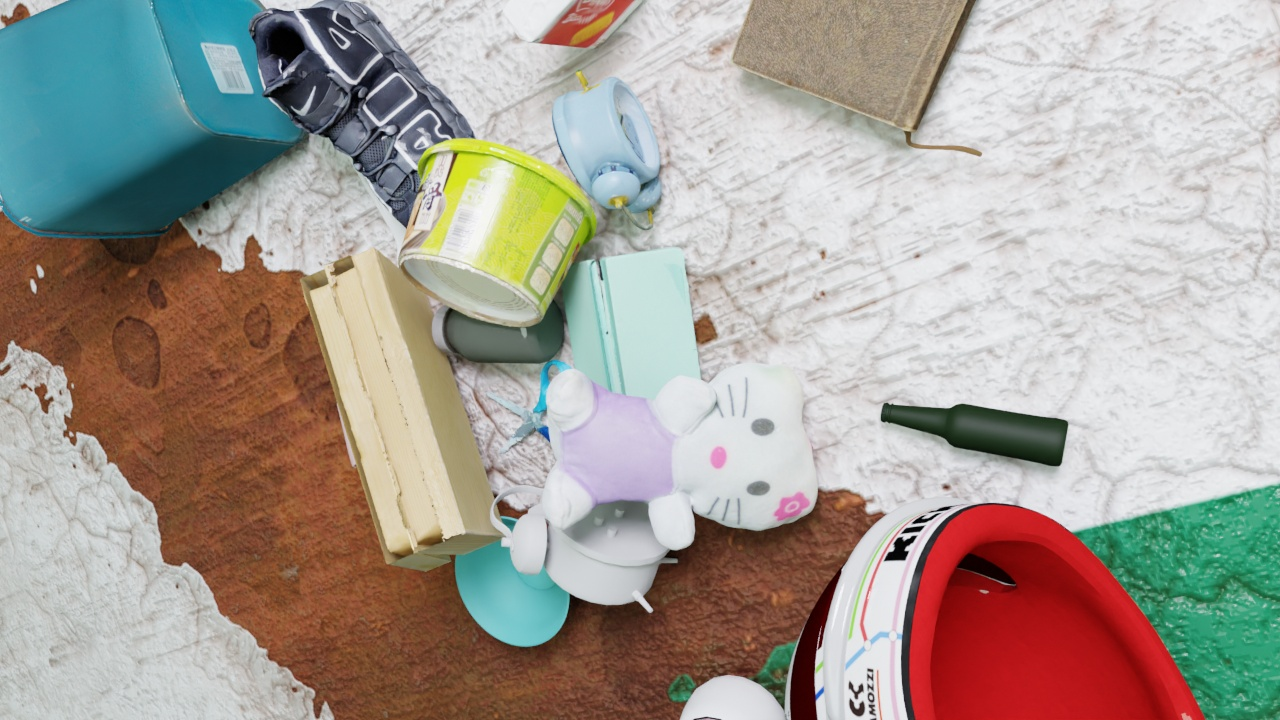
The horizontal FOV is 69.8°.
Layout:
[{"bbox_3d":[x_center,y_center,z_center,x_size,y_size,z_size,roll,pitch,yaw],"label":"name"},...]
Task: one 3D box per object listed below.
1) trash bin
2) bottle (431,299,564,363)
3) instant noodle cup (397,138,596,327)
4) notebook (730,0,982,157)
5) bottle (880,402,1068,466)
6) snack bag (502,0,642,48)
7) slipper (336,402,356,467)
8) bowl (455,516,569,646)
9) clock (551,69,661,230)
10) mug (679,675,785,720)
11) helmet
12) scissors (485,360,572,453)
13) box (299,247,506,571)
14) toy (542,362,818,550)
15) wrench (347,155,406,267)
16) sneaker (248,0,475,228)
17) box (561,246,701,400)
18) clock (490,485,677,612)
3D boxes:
[{"bbox_3d":[-0.460,-0.240,0.858,0.219,0.198,0.196,-16,93,22],"label":"trash bin"},{"bbox_3d":[-0.124,-0.027,0.795,0.109,0.060,0.060,1,100,26],"label":"bottle"},{"bbox_3d":[-0.115,-0.092,0.711,0.146,0.146,0.097,11,72,25],"label":"instant noodle cup"},{"bbox_3d":[0.177,-0.265,0.603,0.190,0.034,0.216,31,112,23],"label":"notebook"},{"bbox_3d":[0.232,0.047,0.646,0.123,0.033,0.033,10,104,25],"label":"bottle"},{"bbox_3d":[-0.043,-0.268,0.677,0.077,0.115,0.036,-38,88,28],"label":"snack bag"},{"bbox_3d":[-0.229,0.080,0.873,0.107,0.055,0.221,-27,88,26],"label":"slipper"},{"bbox_3d":[-0.106,0.194,0.837,0.121,0.046,0.121,5,102,26],"label":"bowl"},{"bbox_3d":[-0.020,-0.157,0.702,0.052,0.088,0.124,-20,88,22],"label":"clock"},{"bbox_3d":[0.090,0.314,0.745,0.124,0.076,0.090,36,114,16],"label":"mug"},{"bbox_3d":[0.208,0.243,0.585,0.314,0.230,0.237,55,152,3],"label":"helmet"},{"bbox_3d":[-0.088,0.059,0.813,0.128,0.014,0.127,-40,78,34],"label":"scissors"},{"bbox_3d":[-0.203,0.047,0.774,0.092,0.128,0.249,-23,76,5],"label":"box"},{"bbox_3d":[0.031,0.069,0.688,0.209,0.085,0.137,1,95,-12],"label":"toy"},{"bbox_3d":[-0.263,-0.187,0.862,0.047,0.009,0.273,-34,84,28],"label":"wrench"},{"bbox_3d":[-0.237,-0.202,0.766,0.097,0.150,0.252,-37,84,27],"label":"sneaker"},{"bbox_3d":[-0.004,0.005,0.759,0.113,0.078,0.187,-3,98,56],"label":"box"},{"bbox_3d":[-0.048,0.141,0.761,0.159,0.119,0.061,22,114,10],"label":"clock"}]
